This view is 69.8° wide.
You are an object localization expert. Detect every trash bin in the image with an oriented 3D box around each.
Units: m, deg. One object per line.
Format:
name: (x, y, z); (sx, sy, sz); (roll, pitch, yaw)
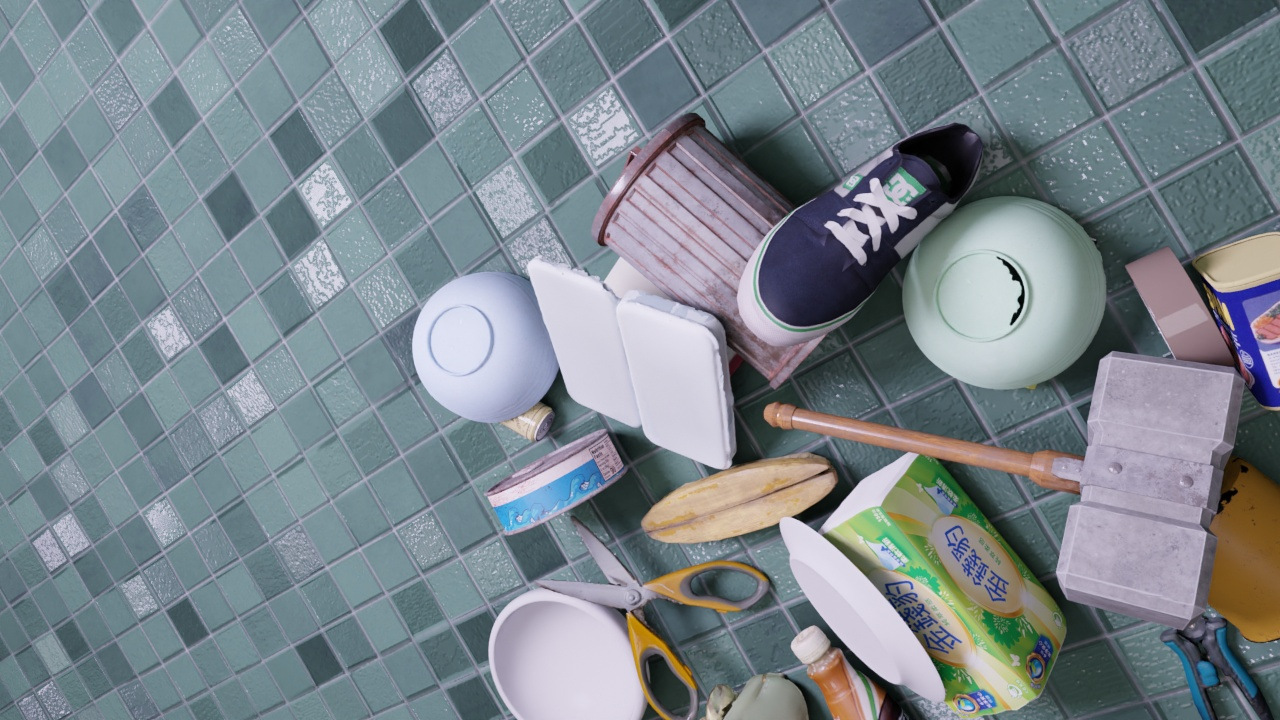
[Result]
trash bin: (0.068, -0.092, 0.737); (0.211, 0.130, 0.131); (42, 115, 6)

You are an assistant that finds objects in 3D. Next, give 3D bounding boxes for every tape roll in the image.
tape roll: (0.379, -0.033, 0.647); (0.030, 0.093, 0.093); (-29, 90, 27)

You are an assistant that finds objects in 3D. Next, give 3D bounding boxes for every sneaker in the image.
sneaker: (0.160, -0.098, 0.648); (0.084, 0.234, 0.079); (47, 154, 6)

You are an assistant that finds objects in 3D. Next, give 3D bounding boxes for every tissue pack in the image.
tissue pack: (0.230, 0.194, 0.768); (0.197, 0.120, 0.142); (56, 135, 9)

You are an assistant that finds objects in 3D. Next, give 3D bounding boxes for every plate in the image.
plate: (0.174, 0.210, 0.762); (0.016, 0.189, 0.188); (-37, 86, -12)

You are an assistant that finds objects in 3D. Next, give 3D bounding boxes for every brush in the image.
brush: (0.089, 0.127, 0.843); (0.196, 0.043, 0.059); (-21, 95, 26)

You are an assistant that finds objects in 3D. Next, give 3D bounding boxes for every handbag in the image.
handbag: (0.106, 0.397, 0.869); (0.117, 0.113, 0.186); (-9, 100, 33)

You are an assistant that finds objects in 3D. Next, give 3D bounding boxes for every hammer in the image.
hammer: (0.237, 0.067, 0.669); (0.318, 0.083, 0.162); (10, 75, 30)

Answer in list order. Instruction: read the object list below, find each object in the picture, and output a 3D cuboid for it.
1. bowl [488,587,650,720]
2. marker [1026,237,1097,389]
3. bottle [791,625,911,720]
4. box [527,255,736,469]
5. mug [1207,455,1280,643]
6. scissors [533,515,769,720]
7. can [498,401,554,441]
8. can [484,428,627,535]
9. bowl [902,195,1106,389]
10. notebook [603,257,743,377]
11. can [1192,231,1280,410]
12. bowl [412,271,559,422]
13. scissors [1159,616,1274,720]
bowl: (-0.065, 0.306, 0.943); (0.177, 0.066, 0.177); (6, 105, 22)
marker: (0.322, -0.037, 0.712); (0.017, 0.021, 0.124); (22, 110, 17)
bottle: (0.200, 0.317, 0.833); (0.059, 0.059, 0.167); (-41, 85, 26)
box: (-0.005, 0.006, 0.792); (0.189, 0.037, 0.209); (20, 148, 21)
mug: (0.432, 0.138, 0.673); (0.094, 0.100, 0.124); (41, 156, 11)
scissors: (0.018, 0.228, 0.872); (0.216, 0.016, 0.225); (-33, 83, -2)
can: (-0.129, 0.048, 0.922); (0.079, 0.038, 0.038); (28, 112, 15)
can: (-0.079, 0.114, 0.865); (0.130, 0.129, 0.044); (-27, 91, 27)
bowl: (0.263, -0.049, 0.690); (0.151, 0.076, 0.151); (4, 97, 32)
notebook: (0.041, -0.053, 0.837); (0.153, 0.012, 0.209); (40, 116, 9)
can: (0.424, -0.028, 0.618); (0.057, 0.116, 0.092); (-21, 96, 26)
bowl: (-0.157, -0.016, 0.874); (0.151, 0.074, 0.150); (-1, 85, 16)
scissors: (0.447, 0.241, 0.729); (0.126, 0.019, 0.144); (18, 108, 20)
